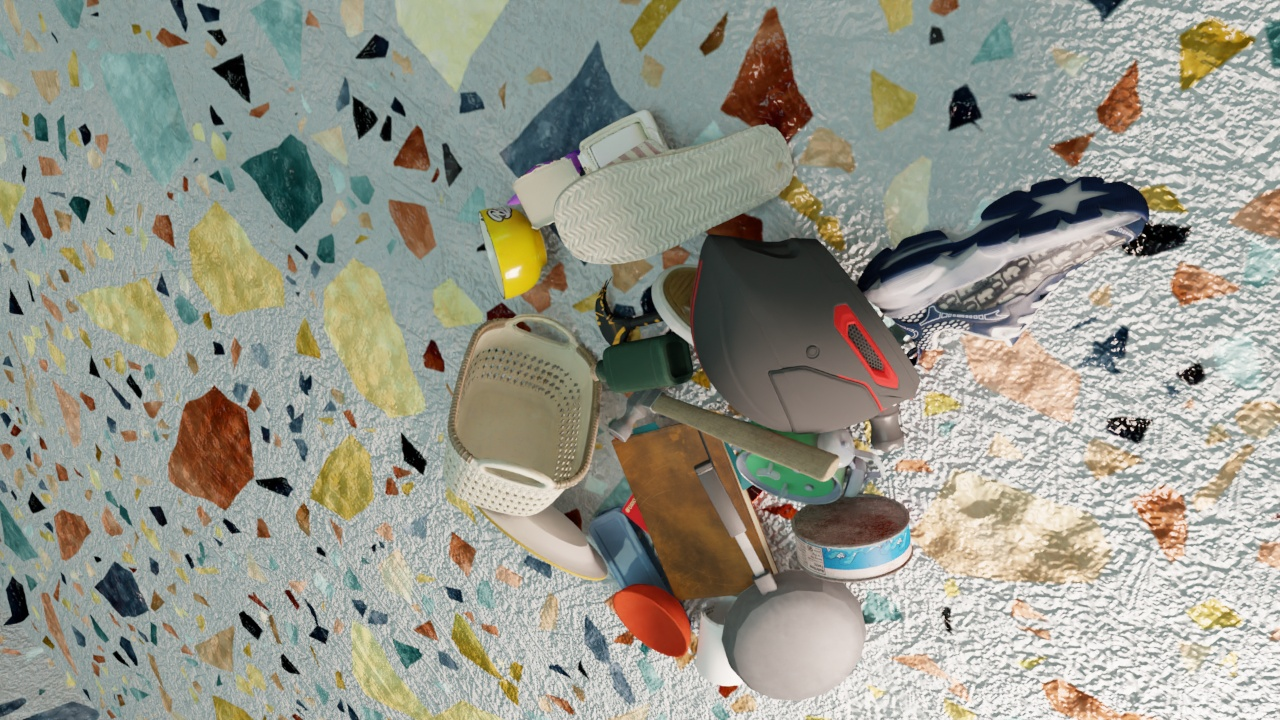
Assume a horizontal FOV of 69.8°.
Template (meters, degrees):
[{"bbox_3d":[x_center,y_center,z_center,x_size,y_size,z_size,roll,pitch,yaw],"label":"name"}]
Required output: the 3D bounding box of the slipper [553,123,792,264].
[{"bbox_3d":[0.033,-0.183,0.983,0.263,0.052,0.115,-20,105,-6],"label":"slipper"}]

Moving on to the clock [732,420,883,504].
[{"bbox_3d":[0.190,0.114,1.031,0.162,0.075,0.122,2,146,34],"label":"clock"}]

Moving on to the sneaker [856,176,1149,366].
[{"bbox_3d":[0.353,-0.076,0.884,0.270,0.103,0.132,-21,112,37],"label":"sneaker"}]

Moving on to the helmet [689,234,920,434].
[{"bbox_3d":[0.145,-0.021,0.922,0.170,0.164,0.265,-36,109,8],"label":"helmet"}]

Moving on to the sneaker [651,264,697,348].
[{"bbox_3d":[0.101,-0.020,1.041,0.235,0.087,0.079,39,155,-15],"label":"sneaker"}]

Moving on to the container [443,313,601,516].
[{"bbox_3d":[-0.155,0.075,1.167,0.184,0.245,0.143,19,136,-13],"label":"container"}]

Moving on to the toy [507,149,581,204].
[{"bbox_3d":[-0.114,-0.213,1.118,0.106,0.087,0.056,-12,109,35],"label":"toy"}]

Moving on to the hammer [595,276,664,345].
[{"bbox_3d":[0.078,-0.070,1.085,0.321,0.036,0.123,-14,107,36],"label":"hammer"}]

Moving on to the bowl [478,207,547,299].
[{"bbox_3d":[-0.159,-0.142,1.174,0.117,0.067,0.117,163,91,-78],"label":"bowl"}]

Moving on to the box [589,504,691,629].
[{"bbox_3d":[0.004,0.298,1.291,0.066,0.049,0.210,-27,95,18],"label":"box"}]

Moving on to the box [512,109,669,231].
[{"bbox_3d":[-0.032,-0.188,1.037,0.145,0.185,0.095,62,170,-6],"label":"box"}]

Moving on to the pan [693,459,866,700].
[{"bbox_3d":[0.150,0.267,1.087,0.179,0.041,0.357,-27,108,5],"label":"pan"}]

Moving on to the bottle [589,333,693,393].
[{"bbox_3d":[-0.007,0.007,1.118,0.131,0.061,0.061,-10,92,38],"label":"bottle"}]

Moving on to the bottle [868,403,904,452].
[{"bbox_3d":[0.265,0.046,1.010,0.036,0.036,0.110,-4,106,33],"label":"bottle"}]

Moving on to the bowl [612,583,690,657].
[{"bbox_3d":[0.022,0.342,1.232,0.122,0.035,0.122,26,139,24],"label":"bowl"}]

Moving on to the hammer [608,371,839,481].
[{"bbox_3d":[0.091,0.074,1.034,0.031,0.119,0.332,46,163,-33],"label":"hammer"}]

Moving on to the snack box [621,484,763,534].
[{"bbox_3d":[0.065,0.182,1.192,0.132,0.035,0.152,39,125,14],"label":"snack box"}]

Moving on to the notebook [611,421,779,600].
[{"bbox_3d":[0.073,0.182,1.154,0.179,0.014,0.249,-16,99,36],"label":"notebook"}]

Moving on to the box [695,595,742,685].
[{"bbox_3d":[0.130,0.348,1.195,0.112,0.084,0.163,17,116,35],"label":"box"}]

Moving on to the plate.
[{"bbox_3d":[-0.136,0.217,1.237,0.230,0.229,0.021,35,93,16],"label":"plate"}]

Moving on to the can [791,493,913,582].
[{"bbox_3d":[0.237,0.197,1.030,0.130,0.129,0.044,0,108,32],"label":"can"}]
